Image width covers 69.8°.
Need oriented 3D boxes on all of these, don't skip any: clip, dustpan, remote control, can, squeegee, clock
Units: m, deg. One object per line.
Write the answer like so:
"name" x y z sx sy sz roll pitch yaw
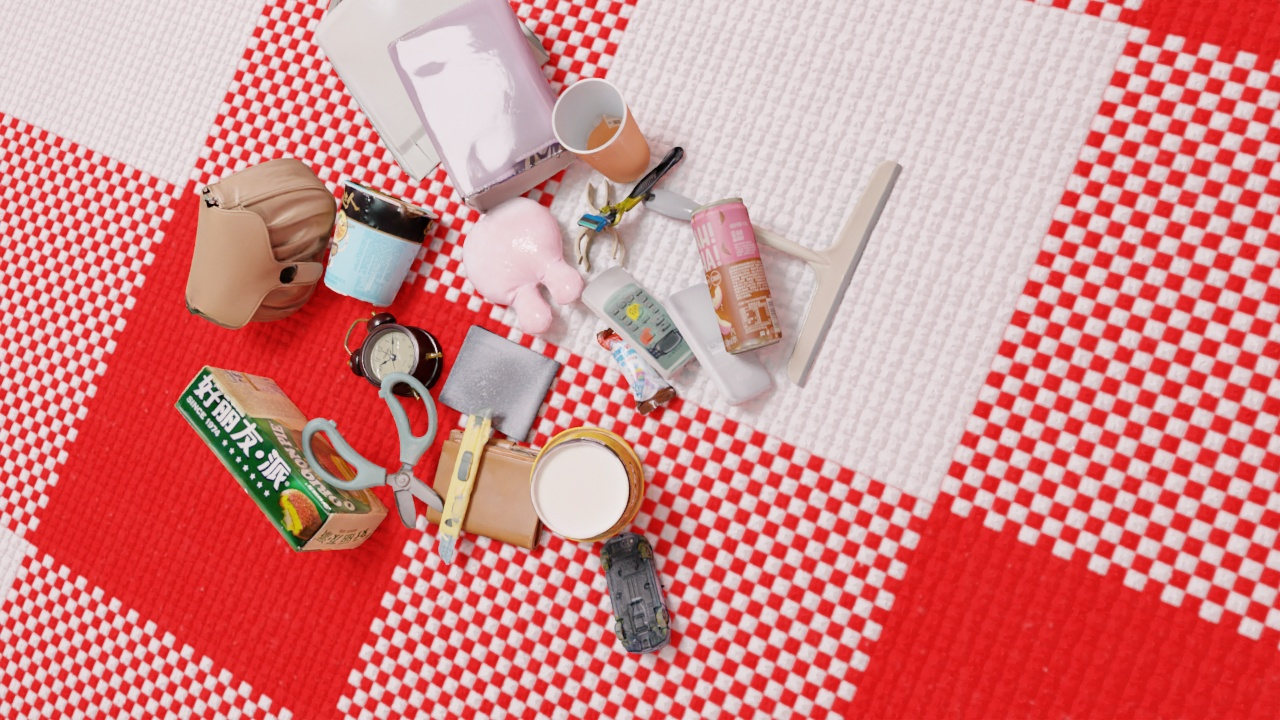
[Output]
"clip" -0.056 -0.142 1.002 0.089 0.035 0.104 -27 70 11
"dustpan" -0.272 -0.390 1.119 0.223 0.142 0.258 -41 102 8
"remote control" 0.001 -0.042 0.960 0.056 0.019 0.135 -41 74 -21
"can" 0.094 -0.082 0.904 0.058 0.058 0.147 -16 87 14
"squeegee" 0.104 -0.135 0.948 0.247 0.039 0.246 24 89 19
"clock" -0.282 -0.007 1.038 0.122 0.055 0.082 28 91 16
"remote control" 0.079 -0.017 0.937 0.055 0.020 0.136 -24 72 -26

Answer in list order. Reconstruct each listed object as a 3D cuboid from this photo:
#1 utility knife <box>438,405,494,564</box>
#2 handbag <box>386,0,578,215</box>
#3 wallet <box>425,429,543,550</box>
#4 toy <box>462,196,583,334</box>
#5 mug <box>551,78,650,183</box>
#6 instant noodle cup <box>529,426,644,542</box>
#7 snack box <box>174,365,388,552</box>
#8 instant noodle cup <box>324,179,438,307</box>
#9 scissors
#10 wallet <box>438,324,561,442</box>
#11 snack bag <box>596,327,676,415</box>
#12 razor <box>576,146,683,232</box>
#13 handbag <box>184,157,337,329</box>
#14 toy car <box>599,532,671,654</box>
"utility knife" -0.188 0.131 0.982 0.031 0.019 0.175 14 94 25
"handbag" -0.167 -0.282 1.008 0.145 0.098 0.197 -27 87 10
"wallet" -0.161 0.138 0.993 0.132 0.031 0.107 11 87 17
"toy" -0.129 -0.103 1.005 0.121 0.054 0.159 -42 67 15
"mug" -0.034 -0.234 0.961 0.078 0.122 0.078 -2 82 16
"instant noodle cup" -0.056 0.124 0.905 0.118 0.114 0.118 0 85 1
"snack box" -0.400 0.109 1.027 0.240 0.114 0.063 43 94 18
"instant noodle cup" -0.302 -0.129 1.042 0.111 0.111 0.120 24 96 19
"scissors" -0.287 0.104 0.982 0.176 0.019 0.174 -9 90 -10
"wallet" -0.157 0.024 1.017 0.121 0.019 0.097 24 87 20
"snack bag" -0.006 0.006 0.966 0.045 0.026 0.105 -28 73 -13
"razor" -0.004 -0.181 0.980 0.142 0.022 0.043 -44 38 -16
"handbag" -0.423 -0.123 1.031 0.100 0.147 0.205 47 130 20
"toy car" -0.004 0.235 0.928 0.054 0.037 0.120 -22 66 14
